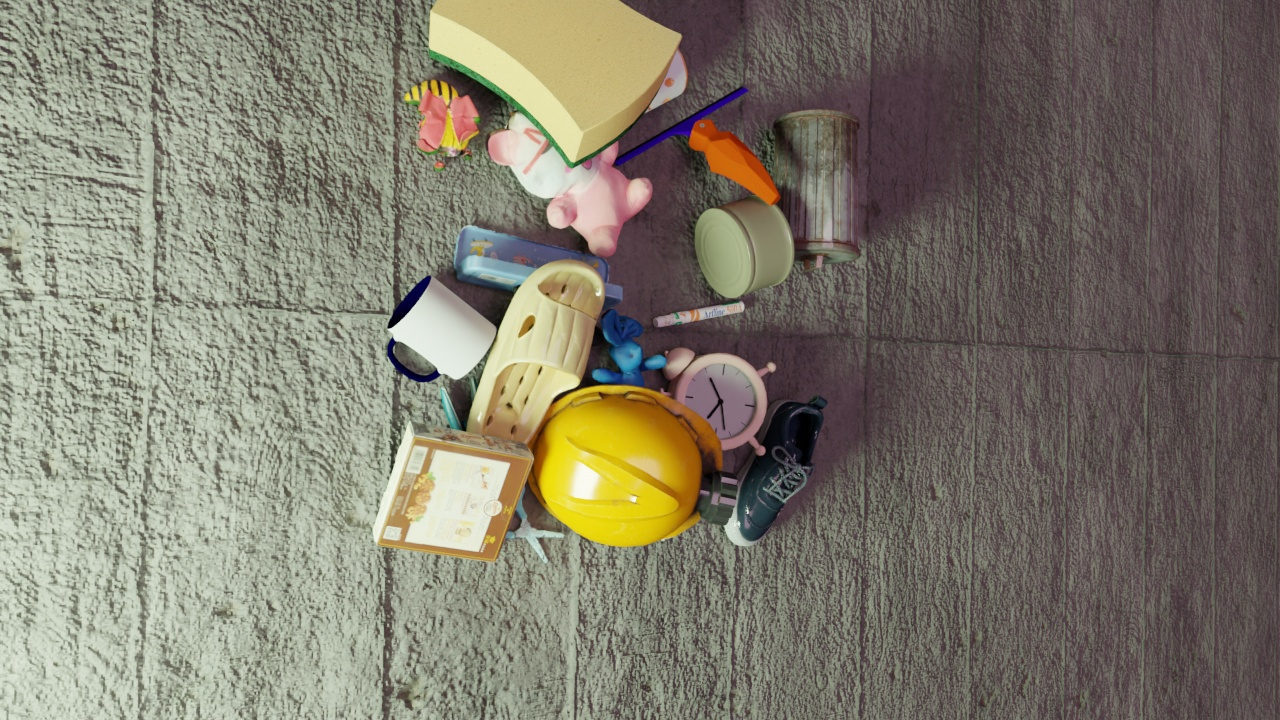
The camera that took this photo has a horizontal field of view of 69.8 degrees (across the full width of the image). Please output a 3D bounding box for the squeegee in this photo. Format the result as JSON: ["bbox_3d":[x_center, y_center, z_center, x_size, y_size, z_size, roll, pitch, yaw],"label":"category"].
[{"bbox_3d":[0.117,-0.273,1.226,0.249,0.055,0.185,-35,71,-25],"label":"squeegee"}]

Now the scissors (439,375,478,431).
[{"bbox_3d":[-0.207,0.090,1.106,0.149,0.019,0.131,32,77,-27],"label":"scissors"}]

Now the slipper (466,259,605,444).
[{"bbox_3d":[-0.119,0.005,1.071,0.111,0.079,0.261,25,94,-33],"label":"slipper"}]

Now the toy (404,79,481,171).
[{"bbox_3d":[-0.232,-0.282,1.079,0.084,0.046,0.103,-25,98,-14],"label":"toy"}]

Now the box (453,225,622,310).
[{"bbox_3d":[-0.122,-0.119,1.133,0.210,0.073,0.078,11,71,-28],"label":"box"}]

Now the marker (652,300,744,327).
[{"bbox_3d":[0.082,-0.064,1.273,0.145,0.017,0.017,-12,96,-30],"label":"marker"}]

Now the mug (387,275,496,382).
[{"bbox_3d":[-0.240,-0.026,1.061,0.097,0.078,0.112,40,99,-24],"label":"mug"}]

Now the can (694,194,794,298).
[{"bbox_3d":[0.139,-0.154,1.243,0.073,0.128,0.128,-20,100,-27],"label":"can"}]

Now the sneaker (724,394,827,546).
[{"bbox_3d":[0.197,0.156,1.298,0.089,0.087,0.235,30,75,-27],"label":"sneaker"}]

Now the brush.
[{"bbox_3d":[-0.100,-0.370,1.077,0.250,0.075,0.194,39,65,2],"label":"brush"}]

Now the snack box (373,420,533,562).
[{"bbox_3d":[-0.214,0.153,1.053,0.147,0.041,0.143,14,106,-26],"label":"snack box"}]

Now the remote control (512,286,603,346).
[{"bbox_3d":[-0.103,-0.053,1.140,0.146,0.015,0.033,26,34,-43],"label":"remote control"}]

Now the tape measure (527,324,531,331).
[{"bbox_3d":[-0.132,-0.021,1.135,0.065,0.036,0.058,43,52,-35],"label":"tape measure"}]

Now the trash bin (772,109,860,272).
[{"bbox_3d":[0.248,-0.234,1.305,0.130,0.131,0.211,4,87,-30],"label":"trash bin"}]

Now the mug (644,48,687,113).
[{"bbox_3d":[-0.004,-0.362,1.187,0.105,0.082,0.082,-34,106,-24],"label":"mug"}]

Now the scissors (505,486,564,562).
[{"bbox_3d":[-0.151,0.195,1.139,0.138,0.015,0.120,11,93,-33],"label":"scissors"}]

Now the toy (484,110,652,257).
[{"bbox_3d":[-0.089,-0.236,1.137,0.213,0.084,0.141,41,70,-25],"label":"toy"}]

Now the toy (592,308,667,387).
[{"bbox_3d":[-0.007,0.007,1.180,0.176,0.071,0.112,64,30,-14],"label":"toy"}]

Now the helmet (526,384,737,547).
[{"bbox_3d":[-0.012,0.145,1.105,0.255,0.131,0.205,13,101,-11],"label":"helmet"}]

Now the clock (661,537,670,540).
[{"bbox_3d":[0.019,0.186,1.222,0.094,0.043,0.119,30,76,-25],"label":"clock"}]

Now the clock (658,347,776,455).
[{"bbox_3d":[0.098,0.056,1.257,0.160,0.086,0.131,9,86,-20],"label":"clock"}]
